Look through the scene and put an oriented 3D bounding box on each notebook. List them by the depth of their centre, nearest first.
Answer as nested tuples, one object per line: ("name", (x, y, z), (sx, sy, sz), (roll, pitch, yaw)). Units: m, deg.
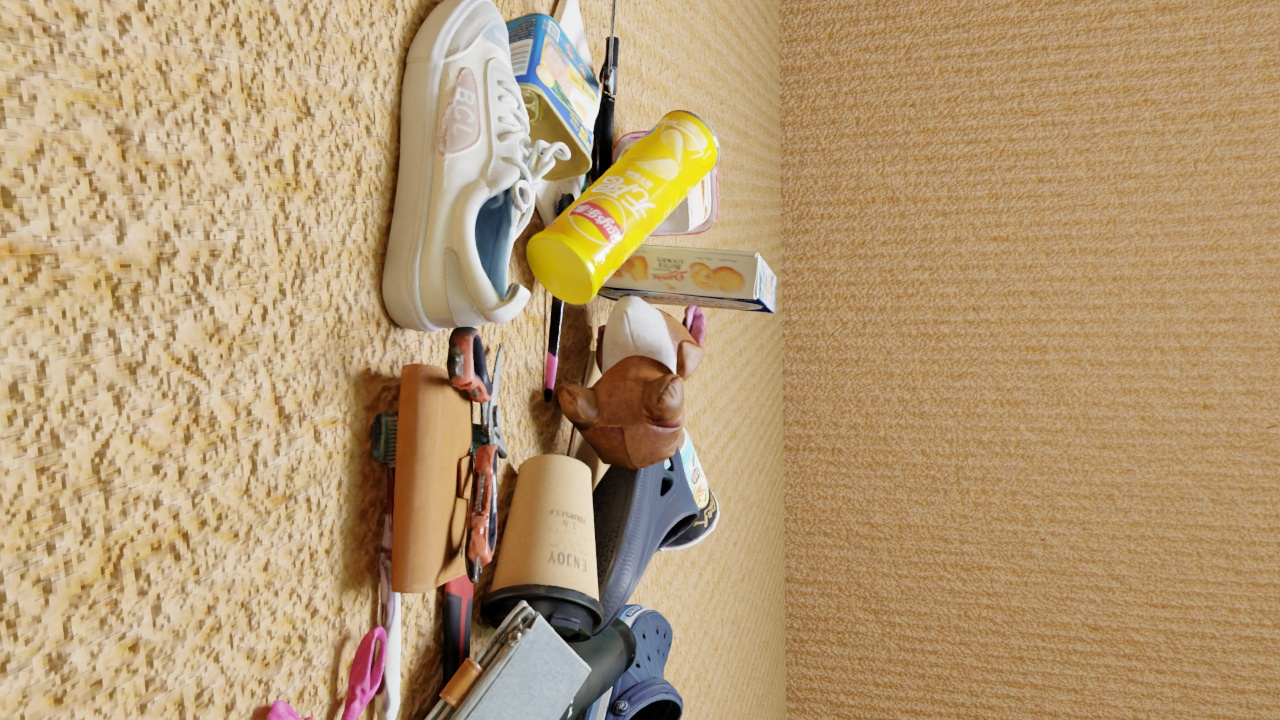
("notebook", (-0.069, -0.215, 0.850), (0.150, 0.012, 0.208), (72, 25, -54))
("notebook", (-0.049, 0.115, 0.946), (0.148, 0.008, 0.207), (69, 26, -54))

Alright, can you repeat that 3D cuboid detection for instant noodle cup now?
("instant noodle cup", (0.021, -0.182, 0.976), (0.124, 0.116, 0.117), (-62, 149, -67))
("instant noodle cup", (0.026, 0.135, 1.036), (0.111, 0.111, 0.120), (-72, 154, -49))

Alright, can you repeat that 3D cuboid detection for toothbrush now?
("toothbrush", (-0.152, 0.124, 0.544), (0.017, 0.016, 0.187), (5, 86, -67))
("toothbrush", (-0.074, -0.057, 0.816), (0.017, 0.014, 0.189), (13, 82, -65))

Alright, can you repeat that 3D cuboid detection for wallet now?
("wallet", (-0.126, 0.072, 0.570), (0.108, 0.031, 0.131), (62, 30, -82))
("wallet", (-0.098, 0.236, 0.617), (0.129, 0.037, 0.106), (-51, 135, -24))

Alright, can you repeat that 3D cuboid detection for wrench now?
("wrench", (-0.126, 0.180, 0.641), (0.056, 0.016, 0.273), (23, 67, -73))

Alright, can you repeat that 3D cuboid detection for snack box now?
("snack box", (0.039, -0.081, 0.921), (0.182, 0.178, 0.046), (6, 90, -76))

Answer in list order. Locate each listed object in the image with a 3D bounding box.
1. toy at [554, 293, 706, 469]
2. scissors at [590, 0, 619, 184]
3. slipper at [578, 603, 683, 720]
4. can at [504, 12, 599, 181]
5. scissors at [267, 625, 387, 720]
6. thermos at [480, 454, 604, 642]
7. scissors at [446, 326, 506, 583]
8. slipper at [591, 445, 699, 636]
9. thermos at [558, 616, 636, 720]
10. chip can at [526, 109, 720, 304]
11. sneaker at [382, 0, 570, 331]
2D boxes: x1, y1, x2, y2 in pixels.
("toy", (-0.005, 0.005, 0.852), (0.199, 0.140, 0.130), (-65, 148, -59))
("scissors", (-0.032, -0.247, 0.836), (0.231, 0.021, 0.221), (-90, -175, -51))
("slipper", (-0.006, 0.357, 0.956), (0.252, 0.095, 0.105), (-63, 152, -53))
("can", (-0.076, -0.205, 0.718), (0.102, 0.057, 0.083), (48, 41, -51))
("scissors", (-0.164, 0.205, 0.497), (0.133, 0.017, 0.134), (77, 24, -45))
("thermos", (-0.072, 0.150, 0.716), (0.093, 0.093, 0.143), (70, 18, -52))
("scissors", (-0.103, 0.038, 0.603), (0.222, 0.015, 0.189), (-95, -177, -52))
("slipper", (-0.002, 0.156, 0.846), (0.111, 0.083, 0.267), (-49, -168, 30))
("thermos", (-0.065, 0.258, 0.795), (0.242, 0.068, 0.090), (25, 47, -76))
("chip can", (-0.010, -0.140, 0.815), (0.212, 0.072, 0.072), (-49, 143, -33))
("sneaker", (-0.098, -0.135, 0.591), (0.089, 0.091, 0.242), (54, 39, -67))
